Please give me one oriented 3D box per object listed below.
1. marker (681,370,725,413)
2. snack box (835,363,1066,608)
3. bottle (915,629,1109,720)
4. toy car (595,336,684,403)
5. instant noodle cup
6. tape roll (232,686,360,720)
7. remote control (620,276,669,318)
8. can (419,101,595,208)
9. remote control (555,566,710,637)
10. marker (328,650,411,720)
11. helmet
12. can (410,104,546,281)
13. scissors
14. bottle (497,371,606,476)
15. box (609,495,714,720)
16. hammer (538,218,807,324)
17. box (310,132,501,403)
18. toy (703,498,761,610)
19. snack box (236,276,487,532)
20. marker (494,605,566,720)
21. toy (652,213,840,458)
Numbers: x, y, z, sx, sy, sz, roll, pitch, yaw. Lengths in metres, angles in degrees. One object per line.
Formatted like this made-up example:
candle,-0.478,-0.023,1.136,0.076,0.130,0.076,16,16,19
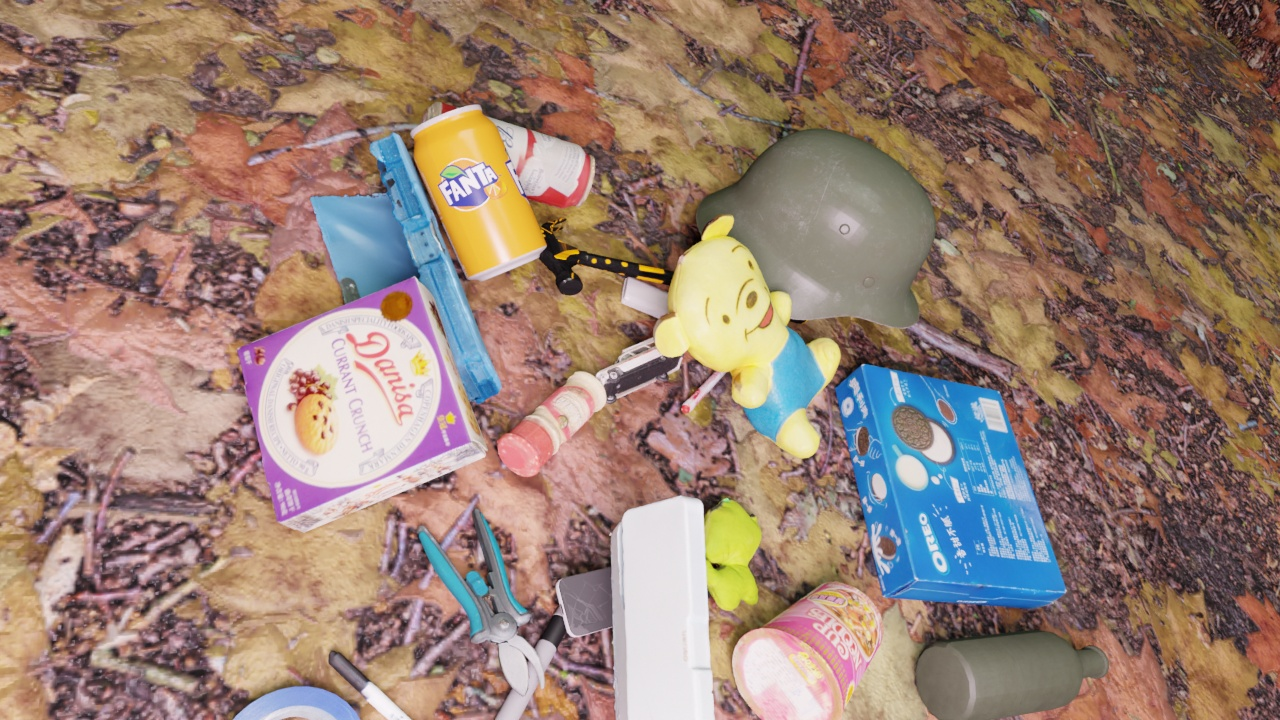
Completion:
marker,0.080,0.012,0.918,0.013,0.013,0.141,44,48,4
snack box,0.315,0.129,0.944,0.195,0.056,0.238,10,55,-24
bottle,0.352,0.287,0.846,0.206,0.072,0.071,4,57,-28
toy car,-0.005,0.005,0.858,0.112,0.039,0.039,-23,52,-38
instant noodle cup,0.145,0.237,0.751,0.108,0.098,0.097,-25,74,-47
tape roll,-0.219,0.253,0.574,0.091,0.016,0.092,21,51,-16
remote control,0.042,-0.050,0.937,0.131,0.012,0.033,21,51,-16
can,-0.133,-0.199,0.902,0.170,0.067,0.067,12,54,-23
remote control,-0.002,0.185,0.738,0.146,0.008,0.045,-3,69,-39
marker,-0.155,0.249,0.619,0.152,0.011,0.011,42,48,1
helmet,0.214,-0.152,0.980,0.268,0.154,0.226,35,35,0
can,-0.145,-0.147,0.820,0.078,0.079,0.142,-30,102,-40
scissors,-0.117,0.172,0.682,0.153,0.019,0.127,26,45,-7
bottle,-0.073,0.052,0.781,0.044,0.044,0.108,43,48,3
box,0.005,0.203,0.637,0.049,0.137,0.197,10,65,-24
hammer,0.043,-0.083,0.937,0.320,0.036,0.123,9,35,-28
box,-0.206,-0.066,0.777,0.102,0.094,0.231,-22,70,-8
toy,0.078,0.166,0.792,0.094,0.036,0.093,0,69,-48
snack box,-0.205,0.031,0.672,0.148,0.040,0.143,-23,68,-2
marker,-0.077,0.226,0.676,0.016,0.016,0.140,36,48,-4
toy,0.099,-0.020,0.873,0.214,0.084,0.148,44,51,-22
